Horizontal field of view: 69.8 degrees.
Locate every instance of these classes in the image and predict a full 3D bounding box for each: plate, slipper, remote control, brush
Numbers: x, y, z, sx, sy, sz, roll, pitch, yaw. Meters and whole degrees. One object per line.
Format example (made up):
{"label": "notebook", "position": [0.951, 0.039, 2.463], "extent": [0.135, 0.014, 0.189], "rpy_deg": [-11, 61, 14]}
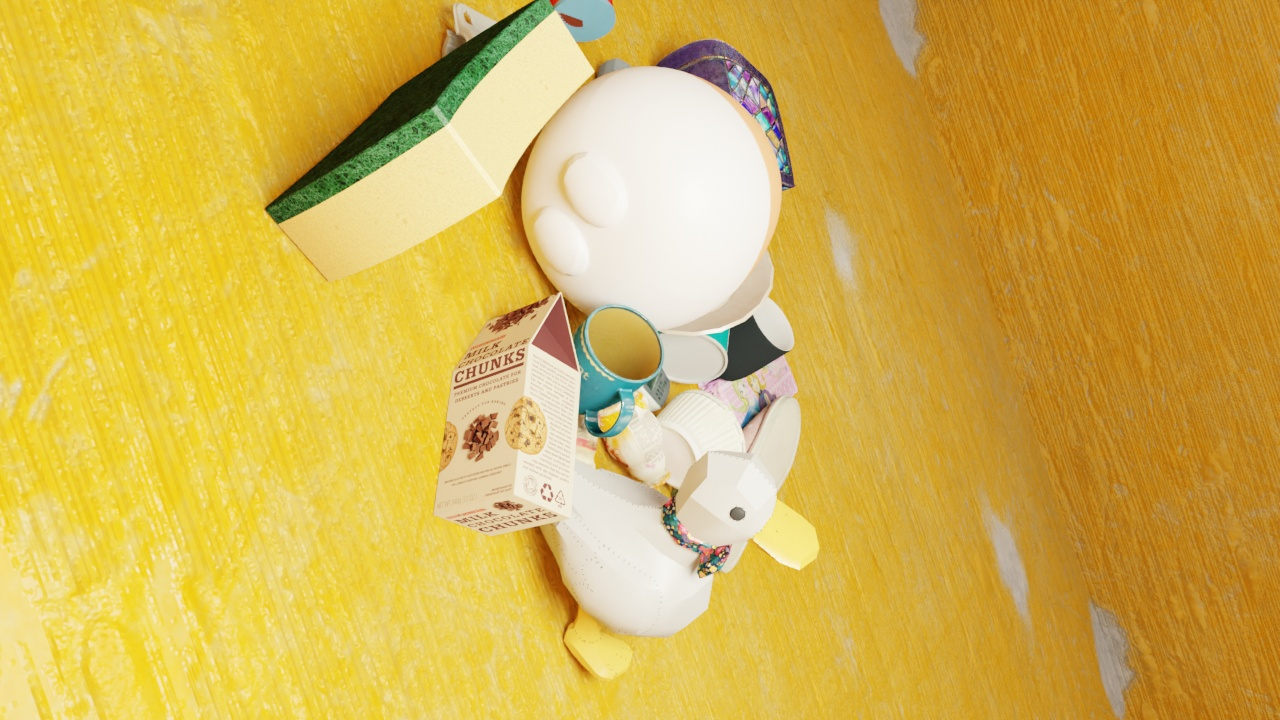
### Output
{"label": "plate", "position": [0.060, -0.095, 1.072], "extent": [0.027, 0.189, 0.188], "rpy_deg": [84, 13, -52]}
{"label": "slipper", "position": [0.135, 0.147, 1.161], "extent": [0.273, 0.054, 0.114], "rpy_deg": [-54, 140, -37]}
{"label": "remote control", "position": [-0.006, 0.006, 1.058], "extent": [0.114, 0.028, 0.060], "rpy_deg": [55, 37, -25]}
{"label": "brush", "position": [-0.166, -0.185, 0.756], "extent": [0.075, 0.195, 0.249], "rpy_deg": [54, 37, -26]}

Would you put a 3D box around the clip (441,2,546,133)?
{"label": "clip", "position": [-0.149, -0.292, 0.975], "extent": [0.124, 0.082, 0.147], "rpy_deg": [2, 75, -54]}

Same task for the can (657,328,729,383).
{"label": "can", "position": [0.063, -0.059, 1.126], "extent": [0.099, 0.099, 0.143], "rpy_deg": [44, 42, -36]}

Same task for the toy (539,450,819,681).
{"label": "toy", "position": [0.009, 0.161, 0.816], "extent": [0.247, 0.268, 0.140], "rpy_deg": [30, 36, 8]}

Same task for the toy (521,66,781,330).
{"label": "toy", "position": [0.017, -0.172, 0.954], "extent": [0.265, 0.264, 0.279], "rpy_deg": [50, 41, 11]}

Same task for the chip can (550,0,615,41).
{"label": "chip can", "position": [-0.079, -0.515, 1.150], "extent": [0.087, 0.087, 0.213], "rpy_deg": [19, 60, -51]}

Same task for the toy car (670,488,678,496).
{"label": "toy car", "position": [0.052, 0.186, 1.058], "extent": [0.049, 0.030, 0.106], "rpy_deg": [50, 37, -29]}

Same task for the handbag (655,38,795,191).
{"label": "handbag", "position": [0.109, -0.325, 1.301], "extent": [0.221, 0.126, 0.204], "rpy_deg": [8, 69, -53]}

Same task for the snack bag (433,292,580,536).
{"label": "snack bag", "position": [-0.113, 0.041, 0.819], "extent": [0.070, 0.095, 0.206], "rpy_deg": [33, 49, -44]}

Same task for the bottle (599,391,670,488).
{"label": "bottle", "position": [-0.005, 0.087, 0.990], "extent": [0.108, 0.063, 0.063], "rpy_deg": [64, 33, -15]}

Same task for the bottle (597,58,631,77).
{"label": "bottle", "position": [-0.029, -0.302, 1.156], "extent": [0.072, 0.046, 0.161], "rpy_deg": [39, 45, -41]}

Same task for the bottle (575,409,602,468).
{"label": "bottle", "position": [-0.060, 0.065, 0.937], "extent": [0.044, 0.044, 0.108], "rpy_deg": [40, 45, -40]}

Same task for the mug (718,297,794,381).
{"label": "mug", "position": [0.142, -0.033, 1.197], "extent": [0.085, 0.095, 0.121], "rpy_deg": [53, 33, -4]}

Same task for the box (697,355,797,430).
{"label": "box", "position": [0.141, 0.007, 1.279], "extent": [0.229, 0.035, 0.159], "rpy_deg": [-29, 95, -57]}

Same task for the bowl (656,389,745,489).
{"label": "bowl", "position": [0.055, 0.097, 1.039], "extent": [0.062, 0.116, 0.115], "rpy_deg": [-26, 97, -42]}

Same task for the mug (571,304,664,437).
{"label": "mug", "position": [-0.037, 0.019, 0.879], "extent": [0.084, 0.104, 0.112], "rpy_deg": [3, 64, -33]}
